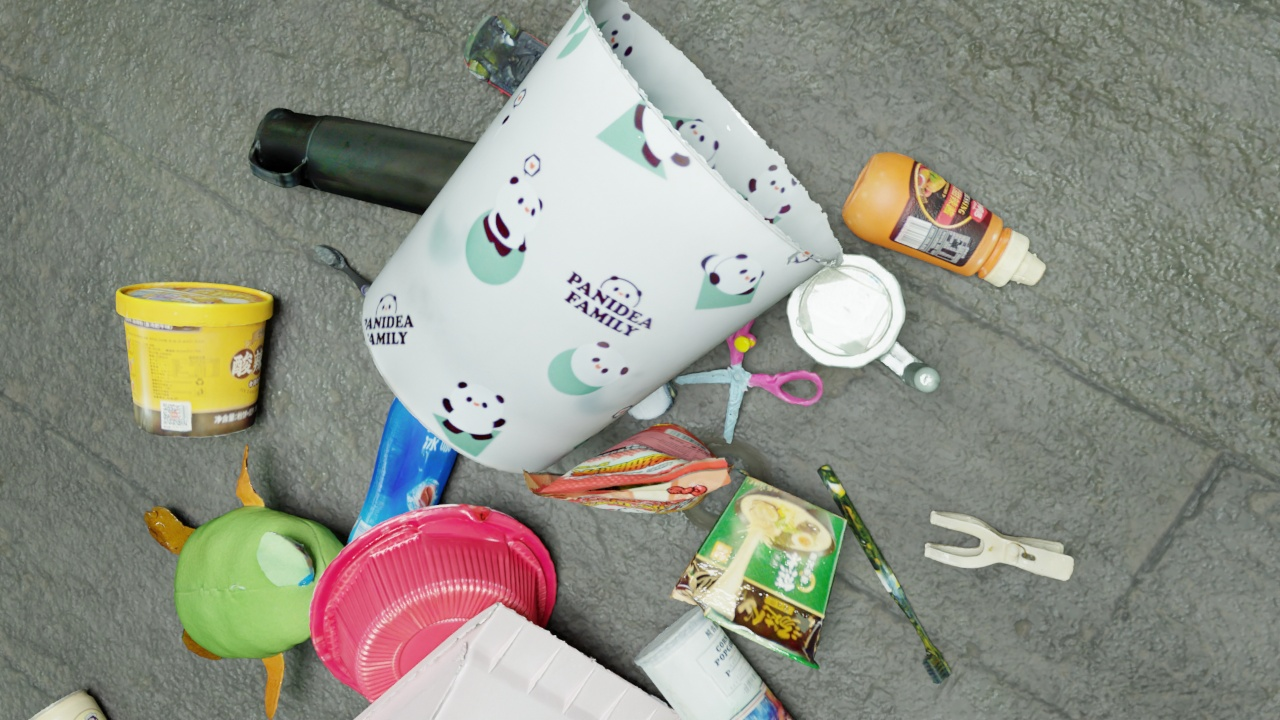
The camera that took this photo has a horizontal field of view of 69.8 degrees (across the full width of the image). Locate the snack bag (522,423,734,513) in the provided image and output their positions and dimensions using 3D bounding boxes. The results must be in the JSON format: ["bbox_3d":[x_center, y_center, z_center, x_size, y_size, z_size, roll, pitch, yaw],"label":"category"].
[{"bbox_3d":[0.005,0.080,0.645,0.129,0.208,0.073,-3,85,9],"label":"snack bag"}]

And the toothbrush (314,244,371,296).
[{"bbox_3d":[-0.215,-0.049,0.758,0.189,0.016,0.014,38,93,27],"label":"toothbrush"}]

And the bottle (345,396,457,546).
[{"bbox_3d":[-0.185,0.076,0.759,0.065,0.065,0.219,20,95,11],"label":"bottle"}]

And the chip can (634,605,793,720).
[{"bbox_3d":[0.089,0.293,0.700,0.071,0.071,0.214,-40,81,10],"label":"chip can"}]

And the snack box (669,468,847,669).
[{"bbox_3d":[0.099,0.149,0.683,0.117,0.118,0.105,24,86,10],"label":"snack box"}]

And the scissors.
[{"bbox_3d":[0.082,0.012,0.698,0.134,0.017,0.133,22,124,26],"label":"scissors"}]

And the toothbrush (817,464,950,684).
[{"bbox_3d":[0.186,0.164,0.707,0.012,0.017,0.186,-34,83,48],"label":"toothbrush"}]

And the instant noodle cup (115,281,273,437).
[{"bbox_3d":[-0.374,-0.002,0.774,0.118,0.118,0.114,8,101,12],"label":"instant noodle cup"}]

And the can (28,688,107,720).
[{"bbox_3d":[-0.507,0.366,0.841,0.058,0.058,0.116,-37,85,11],"label":"can"}]

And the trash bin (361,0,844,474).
[{"bbox_3d":[-0.036,-0.068,0.613,0.252,0.229,0.229,-42,83,22],"label":"trash bin"}]

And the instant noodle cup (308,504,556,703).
[{"bbox_3d":[-0.151,0.208,0.704,0.193,0.066,0.194,-9,120,-17],"label":"instant noodle cup"}]

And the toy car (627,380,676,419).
[{"bbox_3d":[-0.004,0.004,0.734,0.043,0.034,0.090,-23,88,8],"label":"toy car"}]

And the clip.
[{"bbox_3d":[0.263,0.137,0.679,0.100,0.070,0.034,8,92,18],"label":"clip"}]

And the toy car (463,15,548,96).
[{"bbox_3d":[-0.085,-0.227,0.736,0.120,0.045,0.053,35,96,4],"label":"toy car"}]

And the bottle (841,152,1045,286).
[{"bbox_3d":[0.225,-0.095,0.670,0.149,0.066,0.067,27,97,3],"label":"bottle"}]

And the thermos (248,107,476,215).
[{"bbox_3d":[-0.197,-0.147,0.744,0.243,0.089,0.069,13,133,11],"label":"thermos"}]

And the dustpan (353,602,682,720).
[{"bbox_3d":[-0.140,0.313,0.721,0.222,0.139,0.273,45,76,-31],"label":"dustpan"}]

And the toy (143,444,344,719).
[{"bbox_3d":[-0.326,0.185,0.767,0.247,0.089,0.227,-11,89,37],"label":"toy"}]

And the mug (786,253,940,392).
[{"bbox_3d":[0.163,-0.022,0.661,0.124,0.103,0.084,41,99,9],"label":"mug"}]
